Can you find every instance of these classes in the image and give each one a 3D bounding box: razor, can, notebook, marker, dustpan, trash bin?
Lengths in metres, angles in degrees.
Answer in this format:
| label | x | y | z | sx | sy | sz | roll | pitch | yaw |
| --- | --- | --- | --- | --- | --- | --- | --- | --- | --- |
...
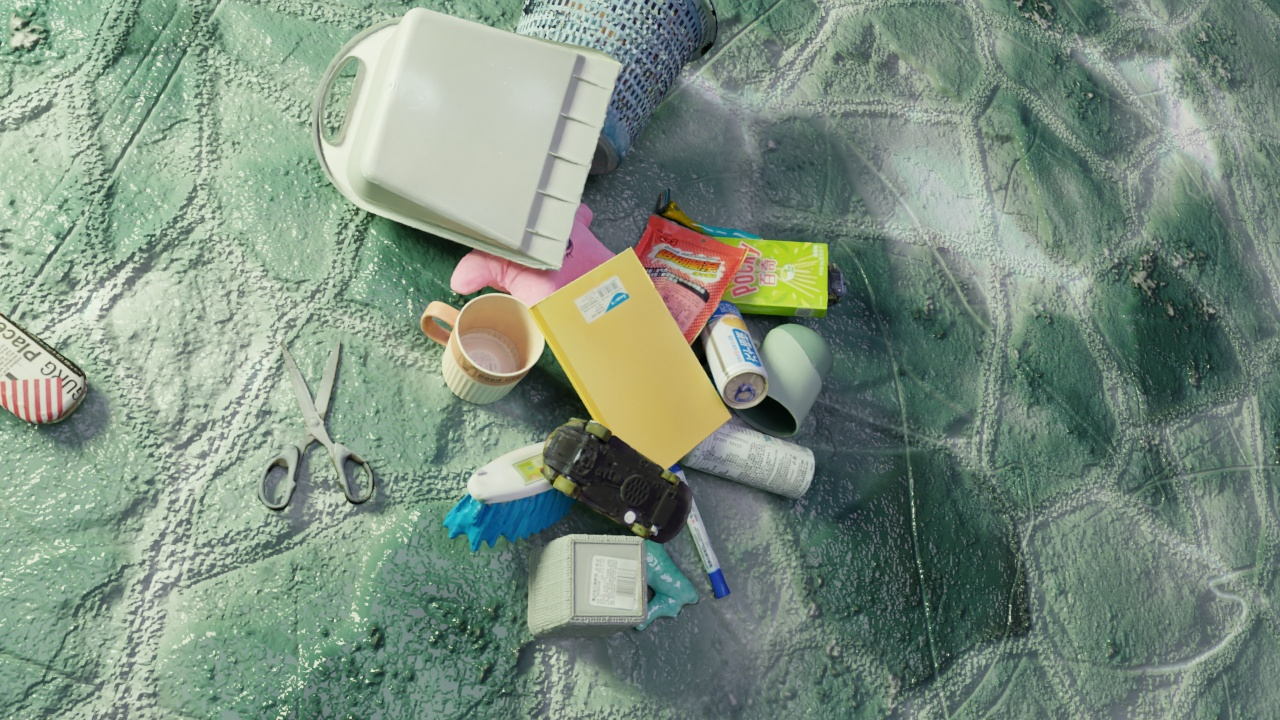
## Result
| label | x | y | z | sx | sy | sz | roll | pitch | yaw |
| --- | --- | --- | --- | --- | --- | --- | --- | --- | --- |
| razor | 0.082 | -0.161 | 1.083 | 0.132 | 0.028 | 0.043 | 20 | 35 | -11 |
| can | 0.111 | 0.102 | 0.986 | 0.146 | 0.058 | 0.058 | 18 | 66 | -14 |
| can | 0.097 | -0.008 | 0.982 | 0.053 | 0.053 | 0.134 | 11 | 33 | -18 |
| notebook | -0.005 | 0.005 | 0.907 | 0.145 | 0.010 | 0.206 | -35 | 97 | -35 |
| marker | 0.060 | 0.178 | 0.963 | 0.016 | 0.017 | 0.145 | -17 | 78 | -25 |
| dustpan | -0.188 | -0.231 | 0.911 | 0.257 | 0.143 | 0.222 | 17 | 89 | -23 |
| trash bin | -0.055 | -0.322 | 0.999 | 0.226 | 0.227 | 0.194 | 26 | 77 | -11 |

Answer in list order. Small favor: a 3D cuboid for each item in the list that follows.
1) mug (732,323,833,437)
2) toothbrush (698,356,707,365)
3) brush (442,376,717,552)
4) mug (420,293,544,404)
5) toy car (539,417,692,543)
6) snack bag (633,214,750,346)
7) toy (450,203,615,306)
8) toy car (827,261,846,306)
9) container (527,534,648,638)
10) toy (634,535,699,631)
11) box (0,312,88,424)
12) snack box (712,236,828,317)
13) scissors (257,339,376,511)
| label | x | y | z | sx | sy | sz | roll | pitch | yaw |
| --- | --- | --- | --- | --- | --- | --- | --- | --- | --- |
| mug | 0.148 | 0.014 | 1.025 | 0.112 | 0.082 | 0.106 | 22 | 61 | 22 |
| toothbrush | 0.044 | 0.015 | 1.017 | 0.188 | 0.014 | 0.017 | -33 | 61 | -28 |
| brush | -0.046 | 0.092 | 0.907 | 0.313 | 0.110 | 0.060 | -17 | 52 | -42 |
| mug | -0.161 | -0.015 | 0.895 | 0.114 | 0.106 | 0.081 | 28 | 64 | -10 |
| toy car | -0.021 | 0.113 | 0.845 | 0.158 | 0.042 | 0.070 | 36 | 77 | -21 |
| snack bag | 0.024 | -0.067 | 1.002 | 0.129 | 0.073 | 0.207 | 19 | 61 | 20 |
| toy | -0.101 | -0.102 | 0.960 | 0.194 | 0.075 | 0.178 | 0 | 53 | -16 |
| toy car | 0.185 | -0.091 | 1.090 | 0.120 | 0.037 | 0.054 | 1 | 68 | -12 |
| container | -0.048 | 0.209 | 0.855 | 0.090 | 0.115 | 0.090 | 5 | 70 | -19 |
| toy | 0.016 | 0.222 | 0.924 | 0.096 | 0.030 | 0.092 | -41 | 87 | -22 |
| box | -0.552 | -0.006 | 0.782 | 0.164 | 0.056 | 0.070 | 39 | 48 | -6 |
| snack box | 0.135 | -0.096 | 1.051 | 0.156 | 0.026 | 0.085 | 4 | 68 | 4 |
| scissors | -0.305 | 0.065 | 0.864 | 0.159 | 0.014 | 0.177 | 37 | 62 | -5 |
